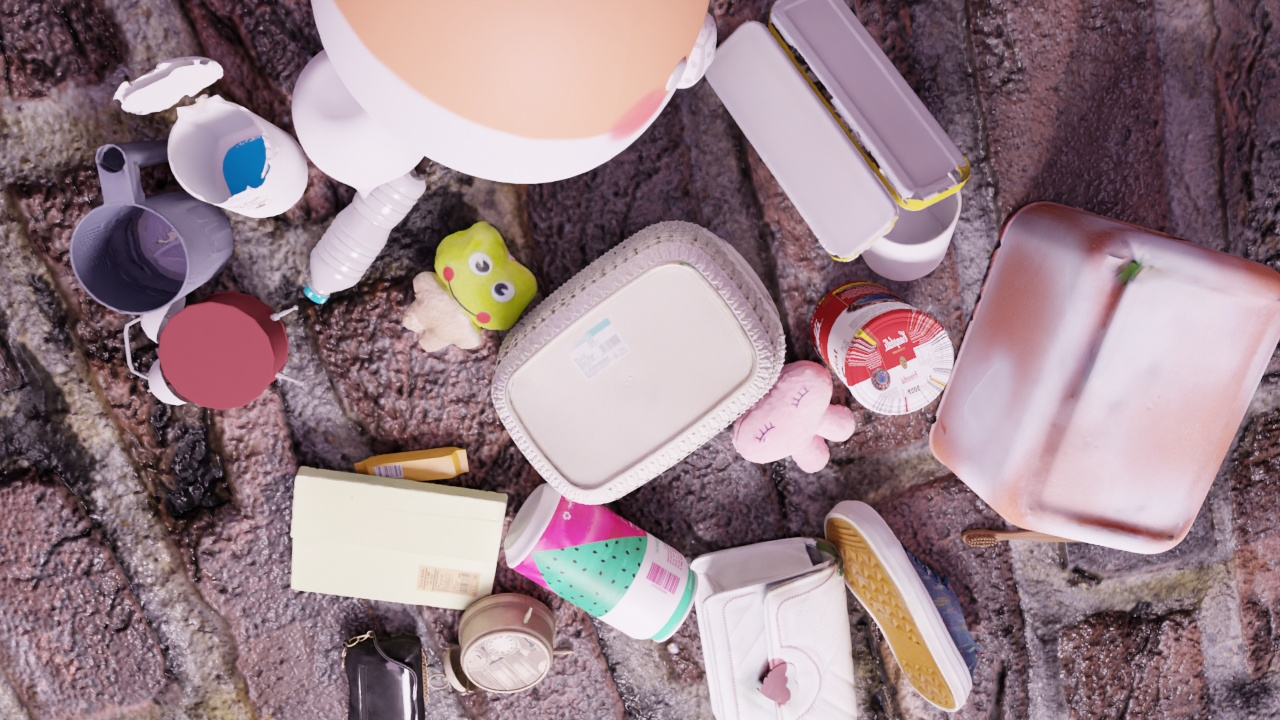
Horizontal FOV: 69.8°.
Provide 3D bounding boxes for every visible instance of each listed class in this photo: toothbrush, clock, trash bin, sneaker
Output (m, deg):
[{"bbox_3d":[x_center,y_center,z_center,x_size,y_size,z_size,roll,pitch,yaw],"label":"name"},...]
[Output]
[{"bbox_3d":[0.396,0.170,0.893,0.167,0.016,0.016,-2,108,-4],"label":"toothbrush"},{"bbox_3d":[-0.360,-0.010,0.770,0.137,0.048,0.096,1,107,-4],"label":"clock"},{"bbox_3d":[0.386,0.013,0.772,0.181,0.157,0.260,13,105,-8],"label":"trash bin"},{"bbox_3d":[0.261,0.221,0.871,0.079,0.088,0.235,-38,104,-26],"label":"sneaker"},{"bbox_3d":[-0.141,0.279,0.863,0.141,0.054,0.093,-30,119,10],"label":"clock"}]

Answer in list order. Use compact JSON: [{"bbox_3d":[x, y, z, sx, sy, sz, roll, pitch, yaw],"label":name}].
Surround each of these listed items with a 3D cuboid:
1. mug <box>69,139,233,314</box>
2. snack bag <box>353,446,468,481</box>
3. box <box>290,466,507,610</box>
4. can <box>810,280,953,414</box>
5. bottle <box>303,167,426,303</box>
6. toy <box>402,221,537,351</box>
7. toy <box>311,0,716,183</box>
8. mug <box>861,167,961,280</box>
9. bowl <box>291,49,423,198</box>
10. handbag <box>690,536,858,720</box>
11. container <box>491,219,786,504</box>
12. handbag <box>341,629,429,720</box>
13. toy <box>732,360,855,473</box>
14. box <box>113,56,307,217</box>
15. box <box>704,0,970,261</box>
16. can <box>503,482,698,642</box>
[{"bbox_3d":[-0.376,-0.107,0.710,0.084,0.104,0.124,-3,107,-3],"label":"mug"},{"bbox_3d":[-0.205,0.095,0.827,0.099,0.020,0.026,-7,113,-2],"label":"snack bag"},{"bbox_3d":[-0.222,0.169,0.836,0.187,0.030,0.139,10,114,-8],"label":"box"},{"bbox_3d":[0.199,-0.014,0.771,0.086,0.116,0.087,-1,107,-4],"label":"can"},{"bbox_3d":[-0.230,-0.105,0.752,0.044,0.044,0.136,37,101,-13],"label":"bottle"},{"bbox_3d":[-0.149,-0.055,0.774,0.118,0.043,0.092,-36,107,9],"label":"toy"},{"bbox_3d":[-0.070,-0.256,0.593,0.265,0.281,0.262,25,67,-15],"label":"toy"},{"bbox_3d":[0.199,-0.119,0.748,0.110,0.090,0.073,24,84,16],"label":"mug"},{"bbox_3d":[-0.217,-0.196,0.700,0.115,0.050,0.114,-1,84,7],"label":"bowl"},{"bbox_3d":[0.131,0.278,0.867,0.142,0.096,0.199,-11,106,-1],"label":"handbag"},{"bbox_3d":[-0.004,0.004,0.749,0.252,0.143,0.185,-36,92,7],"label":"container"},{"bbox_3d":[-0.246,0.314,0.875,0.079,0.054,0.129,3,109,-1],"label":"handbag"},{"bbox_3d":[0.142,0.055,0.826,0.105,0.053,0.108,31,102,-27],"label":"toy"},{"bbox_3d":[-0.308,-0.156,0.672,0.084,0.165,0.094,-19,96,-4],"label":"box"},{"bbox_3d":[0.147,-0.189,0.708,0.128,0.045,0.209,-33,74,7],"label":"box"},{"bbox_3d":[-0.036,0.182,0.830,0.166,0.088,0.088,33,102,-13],"label":"can"}]
